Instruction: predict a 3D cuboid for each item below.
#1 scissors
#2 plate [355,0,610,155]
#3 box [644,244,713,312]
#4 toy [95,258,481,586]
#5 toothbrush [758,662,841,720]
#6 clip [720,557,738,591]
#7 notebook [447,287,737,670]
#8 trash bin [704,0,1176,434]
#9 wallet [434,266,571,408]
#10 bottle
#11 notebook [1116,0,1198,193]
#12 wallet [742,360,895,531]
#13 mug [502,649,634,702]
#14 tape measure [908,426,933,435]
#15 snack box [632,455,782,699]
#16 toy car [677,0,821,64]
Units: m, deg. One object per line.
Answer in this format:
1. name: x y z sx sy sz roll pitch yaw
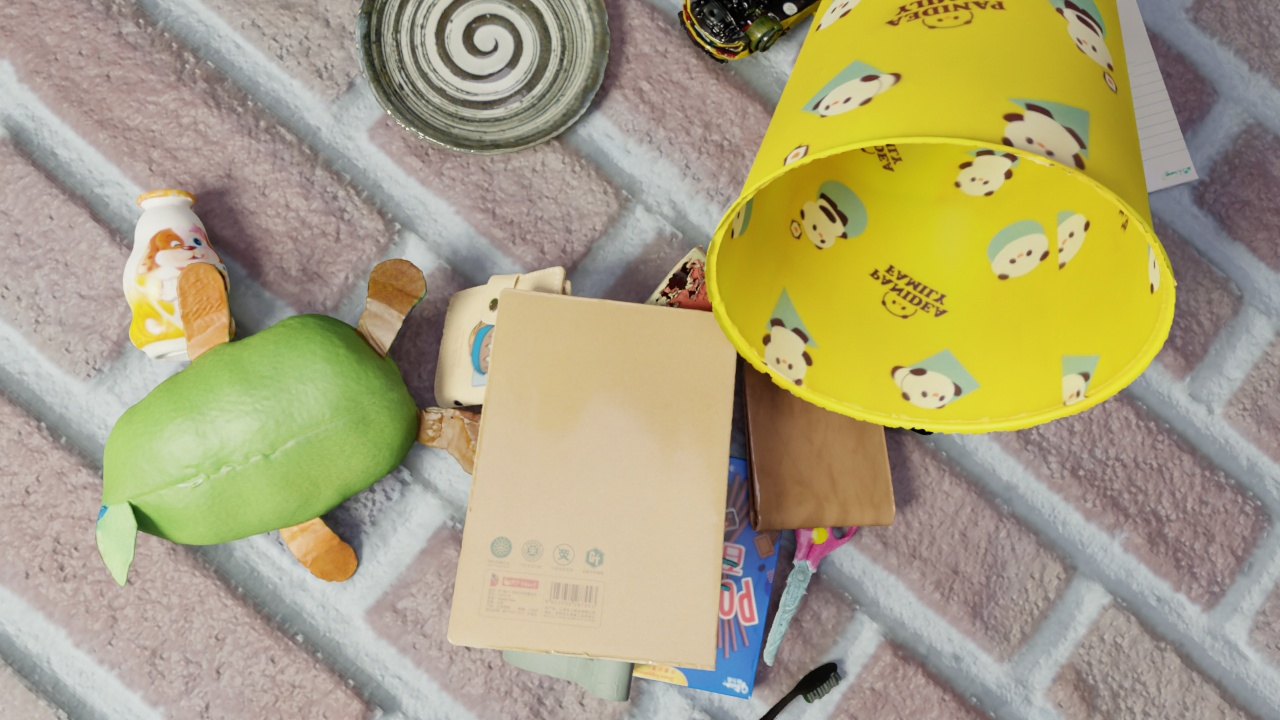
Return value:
1. scissors: 0.111 0.144 0.624 0.057 0.017 0.133 29 70 -11
2. plate: -0.112 -0.230 0.658 0.179 0.024 0.179 1 83 -6
3. box: -0.004 0.004 0.602 0.076 0.091 0.168 41 82 -5
4. toy: -0.226 0.042 0.581 0.246 0.090 0.227 -22 102 -5
5. toothbrush: 0.060 0.266 0.618 0.189 0.014 0.016 -37 111 -7
6. clip: 0.035 0.134 0.602 0.056 0.014 0.043 19 82 -1
7. notebook: -0.022 0.063 0.527 0.148 0.008 0.207 6 73 -2
8. trash bin: 0.178 -0.124 0.543 0.229 0.230 0.254 20 57 -2
9. wallet: -0.089 -0.015 0.599 0.024 0.115 0.087 14 74 -46
10. bottle: -0.305 -0.056 0.603 0.063 0.063 0.108 -10 84 -5
11. notebook: 0.317 -0.215 0.694 0.150 0.012 0.209 -16 85 -5
12. wallet: 0.120 0.056 0.622 0.101 0.020 0.115 1 77 -15
13. mug: -0.029 0.144 0.572 0.083 0.124 0.103 15 79 -24
14. tape measure: 0.198 0.020 0.643 0.057 0.039 0.058 -36 92 -8
15. snack box: 0.047 0.142 0.624 0.084 0.026 0.157 12 83 -3
16. toy car: 0.098 -0.271 0.666 0.155 0.041 0.071 -39 84 -21
